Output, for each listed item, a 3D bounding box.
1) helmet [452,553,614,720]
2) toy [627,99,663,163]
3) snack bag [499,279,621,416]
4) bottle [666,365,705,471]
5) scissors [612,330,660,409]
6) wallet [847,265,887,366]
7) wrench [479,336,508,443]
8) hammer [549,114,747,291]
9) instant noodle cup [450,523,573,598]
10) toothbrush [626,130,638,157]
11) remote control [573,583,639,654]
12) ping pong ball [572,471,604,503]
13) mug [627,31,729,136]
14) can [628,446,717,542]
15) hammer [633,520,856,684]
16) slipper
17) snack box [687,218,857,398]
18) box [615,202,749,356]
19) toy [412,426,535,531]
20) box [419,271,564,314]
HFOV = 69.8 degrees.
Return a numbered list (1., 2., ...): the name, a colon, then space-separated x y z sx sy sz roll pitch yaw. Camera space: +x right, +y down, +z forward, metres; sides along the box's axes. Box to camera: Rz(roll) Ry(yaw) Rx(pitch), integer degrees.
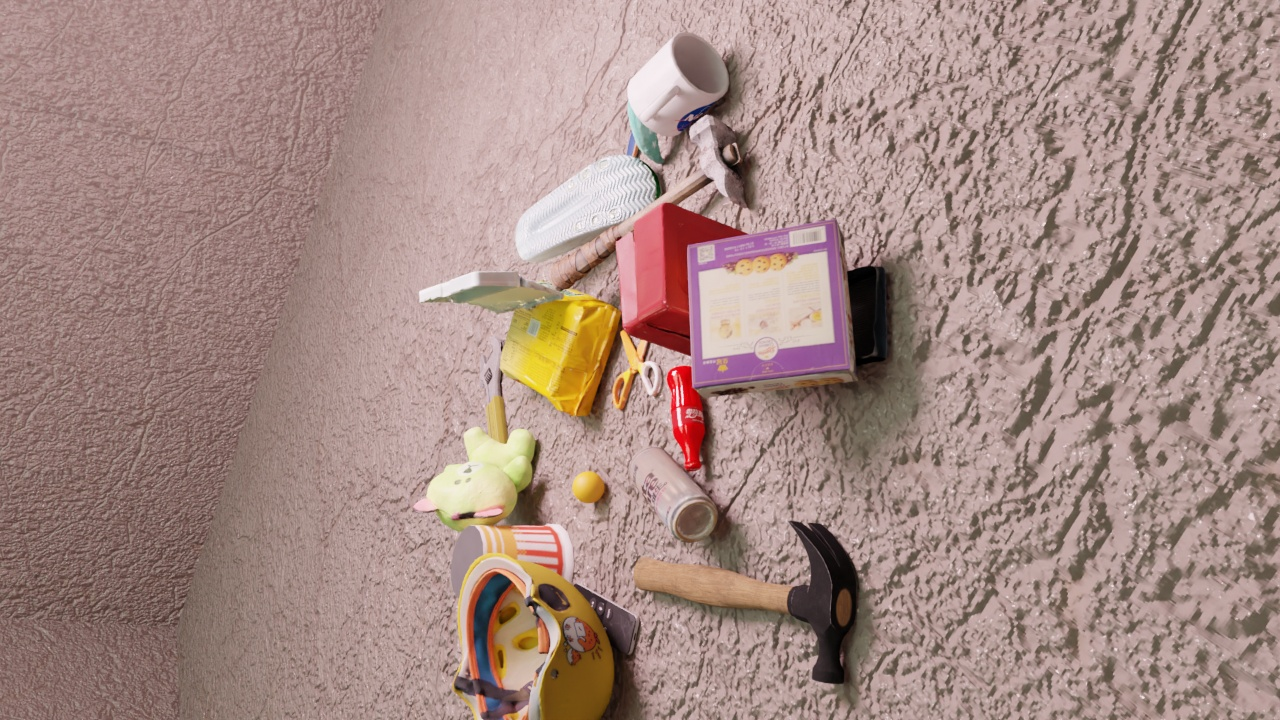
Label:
1. helmet: -0.115 0.341 1.064 0.210 0.139 0.239 -51 42 32
2. toy: 0.011 -0.316 1.193 0.033 0.085 0.105 -7 66 25
3. snack bag: -0.120 -0.024 1.281 0.247 0.068 0.159 24 96 57
4. bottle: 0.052 0.065 1.017 0.036 0.036 0.118 -36 50 45
5. scissors: -0.002 0.006 1.145 0.128 0.011 0.125 27 102 55
6. wallet: 0.184 -0.034 0.865 0.115 0.026 0.089 -14 67 52
7. wrench: -0.227 0.079 1.447 0.084 0.018 0.273 -47 42 36
8. hammer: -0.001 -0.171 1.133 0.320 0.048 0.121 -30 58 35
9. instant noodle cup: -0.171 0.268 1.195 0.124 0.121 0.123 -27 56 49
10. toothbrush: 0.002 -0.333 1.265 0.021 0.017 0.135 30 103 58
11. remote control: -0.047 0.307 1.097 0.147 0.008 0.045 7 84 57
12. ping pong ball: -0.065 0.160 1.153 0.040 0.040 0.040 -27 56 49
13. mug: 0.039 -0.331 1.123 0.090 0.091 0.121 -31 16 47
14. can: 0.033 0.142 0.983 0.054 0.054 0.135 -69 26 10
15. hammer: 0.088 0.221 0.908 0.306 0.040 0.132 -9 74 56
16. slipper: -0.071 -0.200 1.262 0.246 0.074 0.104 -21 68 33
17. snack box: 0.118 -0.046 0.841 0.144 0.040 0.147 -7 71 19
18. box: 0.059 -0.076 0.954 0.093 0.157 0.129 -26 58 43
19. toy: -0.220 0.175 1.282 0.150 0.107 0.196 -1 34 21
20. box: -0.207 -0.092 1.250 0.197 0.134 0.040 -5 84 56
